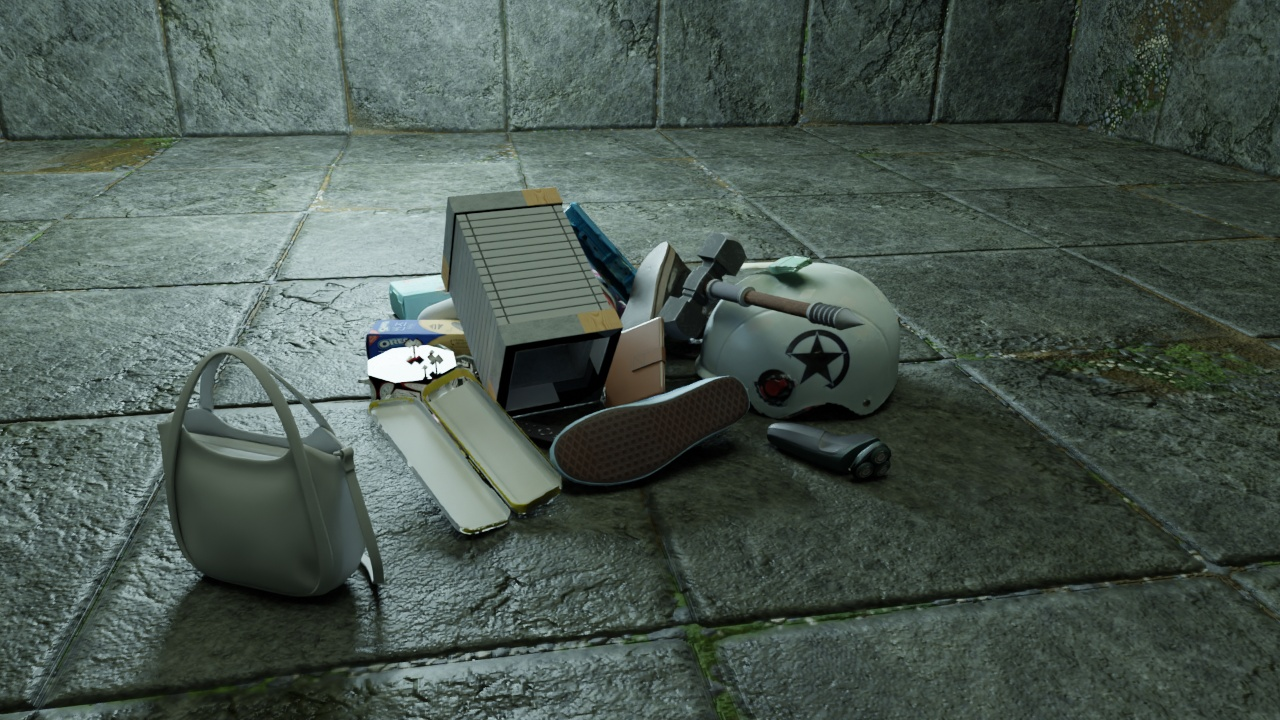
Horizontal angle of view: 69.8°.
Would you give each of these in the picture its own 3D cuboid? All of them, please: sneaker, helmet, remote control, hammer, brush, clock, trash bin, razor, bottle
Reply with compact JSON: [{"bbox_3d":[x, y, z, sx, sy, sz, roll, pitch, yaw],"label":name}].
[{"bbox_3d":[0.004,0.084,1.030,0.240,0.083,0.098,-19,-5,-25],"label":"sneaker"},{"bbox_3d":[0.204,-0.044,1.192,0.264,0.164,0.236,4,23,11],"label":"helmet"},{"bbox_3d":[-0.122,0.086,1.063,0.136,0.015,0.032,12,26,19],"label":"remote control"},{"bbox_3d":[0.147,-0.069,1.070,0.043,0.156,0.323,36,-8,-31],"label":"hammer"},{"bbox_3d":[0.088,-0.029,1.344,0.046,0.009,0.124,13,26,25],"label":"remote control"},{"bbox_3d":[0.144,-0.123,1.202,0.033,0.012,0.218,-27,17,-25],"label":"brush"},{"bbox_3d":[0.037,-0.043,1.263,0.120,0.095,0.234,35,46,-21],"label":"sneaker"},{"bbox_3d":[-0.271,0.012,1.167,0.154,0.065,0.115,-17,29,-34],"label":"clock"},{"bbox_3d":[-0.145,-0.077,1.150,0.142,0.143,0.246,-10,55,-23],"label":"trash bin"},{"bbox_3d":[0.207,0.096,1.023,0.143,0.047,0.052,15,51,35],"label":"razor"},{"bbox_3d":[-0.265,-0.062,1.302,0.195,0.052,0.052,-19,21,12],"label":"bottle"}]

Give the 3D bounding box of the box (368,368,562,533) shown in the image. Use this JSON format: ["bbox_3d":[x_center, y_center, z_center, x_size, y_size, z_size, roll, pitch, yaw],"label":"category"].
[{"bbox_3d":[-0.185,0.091,0.960,0.129,0.039,0.209,-21,50,-34],"label":"box"}]

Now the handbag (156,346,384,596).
[{"bbox_3d":[-0.314,0.090,0.787,0.216,0.223,0.095,8,25,15],"label":"handbag"}]

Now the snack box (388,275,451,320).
[{"bbox_3d":[-0.302,-0.102,1.449,0.174,0.053,0.075,-11,25,-27],"label":"snack box"}]

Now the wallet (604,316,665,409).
[{"bbox_3d":[-0.007,0.007,1.144,0.088,0.013,0.120,-21,48,25],"label":"wallet"}]

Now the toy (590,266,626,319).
[{"bbox_3d":[-0.079,-0.097,1.379,0.142,0.084,0.212,43,22,-15],"label":"toy"}]

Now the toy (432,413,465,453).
[{"bbox_3d":[-0.208,0.079,1.034,0.102,0.050,0.093,19,35,42],"label":"toy"}]

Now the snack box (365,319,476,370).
[{"bbox_3d":[-0.266,-0.022,1.256,0.207,0.057,0.056,0,23,-1],"label":"snack box"}]

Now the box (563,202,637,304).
[{"bbox_3d":[-0.038,-0.135,1.363,0.048,0.231,0.093,-41,11,5],"label":"box"}]
